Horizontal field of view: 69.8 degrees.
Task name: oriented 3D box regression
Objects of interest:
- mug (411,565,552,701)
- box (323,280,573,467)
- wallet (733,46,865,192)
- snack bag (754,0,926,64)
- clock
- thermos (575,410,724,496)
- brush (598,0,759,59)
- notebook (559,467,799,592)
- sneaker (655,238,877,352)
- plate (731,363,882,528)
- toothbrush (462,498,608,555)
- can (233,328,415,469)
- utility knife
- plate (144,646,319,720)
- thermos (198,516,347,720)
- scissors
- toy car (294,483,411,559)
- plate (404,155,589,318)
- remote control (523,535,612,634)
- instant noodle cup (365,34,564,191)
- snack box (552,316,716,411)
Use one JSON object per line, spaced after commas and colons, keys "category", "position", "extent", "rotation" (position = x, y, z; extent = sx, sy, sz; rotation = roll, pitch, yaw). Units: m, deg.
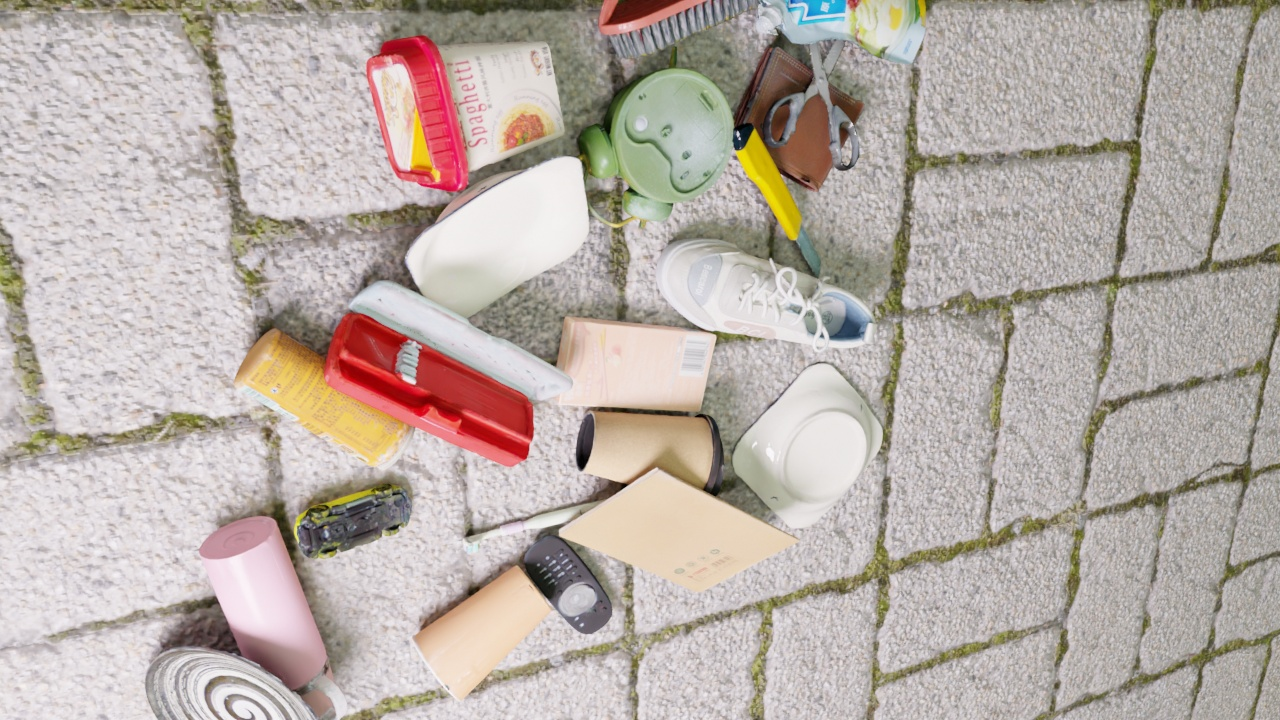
{"category": "mug", "position": [-0.152, 0.263, 0.903], "extent": [0.122, 0.078, 0.078], "rotation": [-38, 118, -15]}
{"category": "box", "position": [-0.158, 0.005, 0.793], "extent": [0.201, 0.095, 0.101], "rotation": [30, 130, -31]}
{"category": "wallet", "position": [0.152, -0.233, 0.894], "extent": [0.124, 0.032, 0.101], "rotation": [22, 94, -29]}
{"category": "snack bag", "position": [0.182, -0.342, 0.857], "extent": [0.190, 0.039, 0.110], "rotation": [2, 93, -26]}
{"category": "clock", "position": [0.010, -0.192, 0.830], "extent": [0.161, 0.056, 0.116], "rotation": [-48, 118, -3]}
{"category": "thermos", "position": [0.012, 0.092, 0.911], "extent": [0.143, 0.093, 0.093], "rotation": [10, 103, -19]}
{"category": "brush", "position": [0.028, -0.317, 0.792], "extent": [0.145, 0.063, 0.069], "rotation": [-28, 128, -12]}
{"category": "notebook", "position": [0.041, 0.180, 0.939], "extent": [0.207, 0.008, 0.148], "rotation": [30, 129, -33]}
{"category": "sneaker", "position": [0.131, -0.056, 0.909], "extent": [0.242, 0.091, 0.089], "rotation": [14, 100, -26]}
{"category": "plate", "position": [0.197, 0.102, 1.024], "extent": [0.163, 0.034, 0.164], "rotation": [-47, 118, -3]}
{"category": "toothbrush", "position": [-0.086, 0.162, 0.927], "extent": [0.189, 0.029, 0.020], "rotation": [-12, 71, -21]}
{"category": "can", "position": [-0.266, 0.035, 0.781], "extent": [0.146, 0.058, 0.058], "rotation": [38, 89, -29]}
{"category": "utility knife", "position": [0.137, -0.149, 0.895], "extent": [0.033, 0.015, 0.223], "rotation": [-60, 138, -18]}
{"category": "plate", "position": [-0.353, 0.313, 0.812], "extent": [0.179, 0.024, 0.180], "rotation": [7, 120, 11]}
{"category": "thermos", "position": [-0.317, 0.240, 0.813], "extent": [0.067, 0.087, 0.199], "rotation": [-39, 124, -51]}
{"category": "scissors", "position": [0.167, -0.262, 0.873], "extent": [0.159, 0.014, 0.181], "rotation": [-30, 103, -27]}
{"category": "toy car", "position": [-0.261, 0.144, 0.836], "extent": [0.105, 0.032, 0.048], "rotation": [-16, 113, -31]}
{"category": "plate", "position": [-0.120, -0.108, 0.774], "extent": [0.163, 0.034, 0.164], "rotation": [-33, 161, -12]}
{"category": "remote control", "position": [-0.076, 0.230, 0.950], "extent": [0.053, 0.024, 0.136], "rotation": [-37, 119, -11]}
{"category": "instant noodle cup", "position": [-0.136, -0.205, 0.735], "extent": [0.124, 0.117, 0.116], "rotation": [-23, 115, -28]}
{"category": "snack box", "position": [-0.005, 0.005, 0.905], "extent": [0.157, 0.026, 0.084], "rotation": [5, 105, -25]}
